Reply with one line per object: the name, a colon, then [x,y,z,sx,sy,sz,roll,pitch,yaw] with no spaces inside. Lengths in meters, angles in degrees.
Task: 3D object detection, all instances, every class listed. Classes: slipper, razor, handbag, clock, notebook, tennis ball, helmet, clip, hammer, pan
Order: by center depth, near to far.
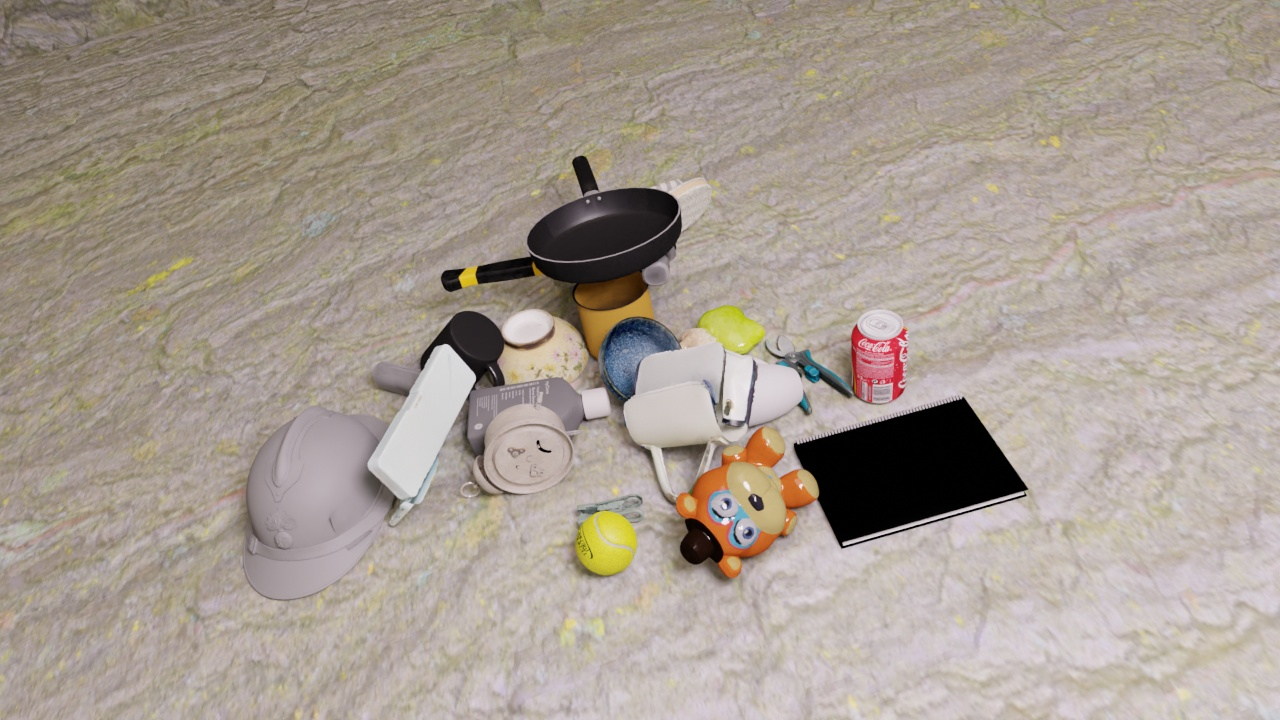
tennis ball: [-0.036,0.193,0.972,0.065,0.065,0.065,-7,43,6]
notebook: [0.292,0.118,1.014,0.206,0.016,0.148,-15,44,-3]
clip: [-0.033,0.170,1.029,0.076,0.023,0.042,-12,44,4]
handbag: [0.048,0.073,1.038,0.152,0.074,0.175,-10,67,49]
clock: [-0.150,0.110,1.076,0.157,0.103,0.061,-37,35,10]
helmet: [-0.394,0.134,1.080,0.183,0.118,0.270,-3,45,10]
hammer: [-0.112,-0.134,1.235,0.325,0.034,0.169,-9,34,8]
pan: [-0.058,-0.201,1.246,0.204,0.044,0.355,-16,33,-2]
razor: [-0.295,0.001,1.260,0.088,0.047,0.116,11,40,24]
slipper: [-0.017,-0.191,1.346,0.272,0.114,0.054,-32,65,-9]

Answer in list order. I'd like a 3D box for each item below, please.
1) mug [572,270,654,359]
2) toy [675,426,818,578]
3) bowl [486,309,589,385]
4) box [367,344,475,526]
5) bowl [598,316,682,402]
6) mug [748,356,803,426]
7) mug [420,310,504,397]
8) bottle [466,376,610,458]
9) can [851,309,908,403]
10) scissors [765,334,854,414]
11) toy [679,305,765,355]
mug: [-0.033,-0.066,1.225,0.100,0.094,0.123,-13,38,-1]
toy: [0.107,0.152,0.964,0.175,0.096,0.112,-39,89,-22]
bowl: [-0.145,-0.023,1.229,0.145,0.063,0.145,-7,43,7]
box: [-0.260,0.087,1.095,0.074,0.126,0.196,23,47,-4]
bowl: [-0.007,0.007,1.157,0.114,0.061,0.114,7,72,-24]
mug: [0.137,0.028,1.104,0.089,0.071,0.107,-12,44,-15]
mug: [-0.221,0.004,1.194,0.113,0.088,0.078,53,38,7]
bottle: [-0.125,0.066,1.143,0.174,0.046,0.083,-10,43,2]
can: [0.281,-0.004,1.079,0.064,0.105,0.064,-7,43,6]
scissors: [0.204,0.017,1.140,0.156,0.019,0.124,13,47,27]
toy: [0.097,-0.026,1.193,0.117,0.043,0.092,-32,49,-17]
